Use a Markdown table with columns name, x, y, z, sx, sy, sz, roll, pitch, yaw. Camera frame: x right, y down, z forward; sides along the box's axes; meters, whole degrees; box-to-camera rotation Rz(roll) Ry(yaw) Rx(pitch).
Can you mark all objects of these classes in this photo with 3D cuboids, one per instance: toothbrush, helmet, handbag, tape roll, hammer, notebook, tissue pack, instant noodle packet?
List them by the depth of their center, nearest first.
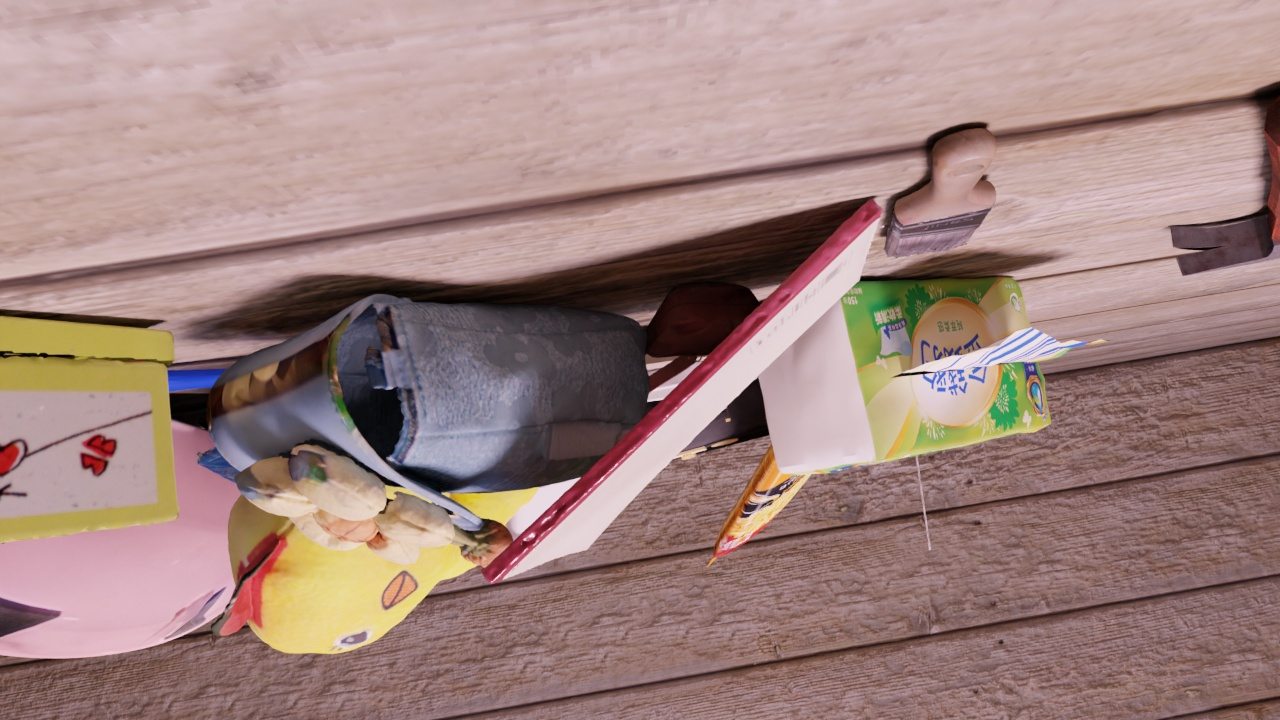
| name | x | y | z | sx | sy | sz | roll | pitch | yaw |
| --- | --- | --- | --- | --- | --- | --- | --- | --- | --- |
| hammer | 0.290 | -0.073 | 0.402 | 0.111 | 0.028 | 0.300 | -15 | 171 | 33 |
| handbag | -0.082 | 0.034 | 0.410 | 0.122 | 0.118 | 0.191 | -16 | 167 | 38 |
| notebook | 0.028 | 0.020 | 0.422 | 0.209 | 0.012 | 0.153 | -44 | 169 | 3 |
| toothbrush | -0.205 | 0.005 | 0.452 | 0.182 | 0.018 | 0.016 | -4 | 172 | -17 |
| handbag | 0.011 | -0.001 | 0.491 | 0.055 | 0.029 | 0.120 | -2 | 155 | -33 |
| tissue pack | 0.186 | 0.001 | 0.550 | 0.197 | 0.120 | 0.142 | -13 | 176 | -39 |
| tape roll | 0.026 | 0.013 | 0.571 | 0.093 | 0.013 | 0.093 | -9 | 173 | -1 |
| helmet | -0.353 | 0.108 | 0.575 | 0.231 | 0.152 | 0.255 | -10 | 168 | 36 |
| instant noodle packet | 0.126 | 0.066 | 0.709 | 0.159 | 0.032 | 0.221 | -40 | 162 | -32 |
| handbag | 0.029 | 0.049 | 0.715 | 0.176 | 0.072 | 0.195 | -16 | 179 | 9 |
| toothbrush | 0.208 | 0.056 | 0.718 | 0.010 | 0.181 | 0.010 | -8 | 169 | 13 |

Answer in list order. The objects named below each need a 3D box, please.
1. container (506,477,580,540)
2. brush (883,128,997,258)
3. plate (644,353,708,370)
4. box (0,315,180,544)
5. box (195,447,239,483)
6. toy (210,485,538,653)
| name | x | y | z | sx | sy | sz | roll | pitch | yaw |
| --- | --- | --- | --- | --- | --- | --- | --- | --- | --- |
| container | -0.095 | 0.089 | 0.786 | 0.080 | 0.050 | 0.129 | -14 | -139 | -23 |
| brush | 0.115 | -0.059 | 0.348 | 0.039 | 0.012 | 0.151 | -10 | 173 | 10 |
| plate | -0.003 | 0.004 | 0.643 | 0.189 | 0.027 | 0.189 | -9 | 173 | -1 |
| box | -0.299 | 0.040 | 0.357 | 0.221 | 0.081 | 0.124 | -10 | 173 | 32 |
| box | -0.156 | 0.067 | 0.589 | 0.159 | 0.035 | 0.231 | -22 | 159 | -5 |
| toy | -0.139 | 0.094 | 0.506 | 0.207 | 0.092 | 0.134 | 5 | 123 | -50 |
